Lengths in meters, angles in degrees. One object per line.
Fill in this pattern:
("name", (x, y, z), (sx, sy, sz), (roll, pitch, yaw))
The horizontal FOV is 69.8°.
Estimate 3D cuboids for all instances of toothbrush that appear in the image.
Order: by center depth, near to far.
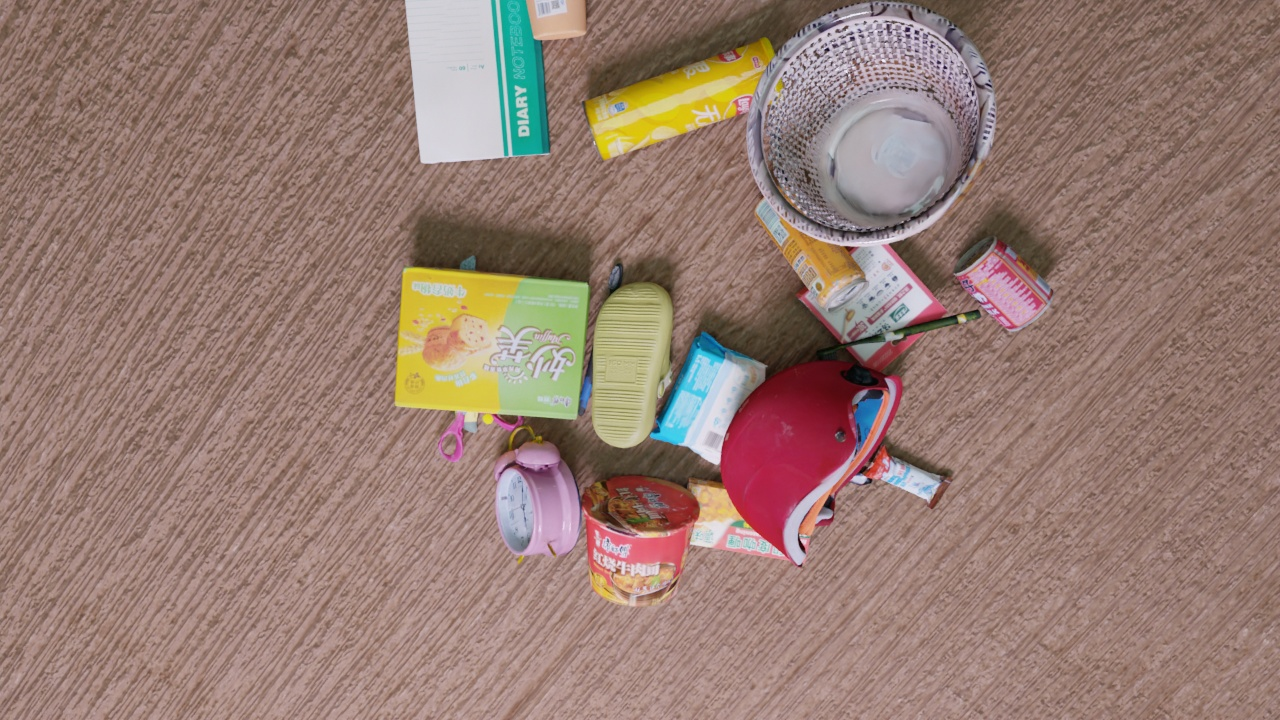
("toothbrush", (0.289, -0.027, 1.027), (0.186, 0.012, 0.017), (-15, 104, 4))
("toothbrush", (-0.049, -0.023, 1.083), (0.014, 0.016, 0.190), (16, 101, 3))

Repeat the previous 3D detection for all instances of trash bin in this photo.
("trash bin", (0.241, -0.220, 0.932), (0.228, 0.191, 0.227), (0, 91, 22))

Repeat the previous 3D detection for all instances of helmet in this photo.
("helmet", (0.177, 0.085, 1.003), (0.144, 0.239, 0.207), (29, 132, 21))

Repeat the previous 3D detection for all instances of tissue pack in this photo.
("tissue pack", (0.079, 0.045, 1.066), (0.090, 0.063, 0.140), (23, 101, -5))

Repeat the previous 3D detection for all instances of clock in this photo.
("clock", (-0.125, 0.153, 1.066), (0.059, 0.117, 0.158), (-2, 75, -33))

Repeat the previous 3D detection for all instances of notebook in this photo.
("notebook", (-0.184, -0.333, 1.034), (0.150, 0.012, 0.209), (-4, 99, 2))

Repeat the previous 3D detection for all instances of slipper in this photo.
("slipper", (-0.006, 0.006, 1.058), (0.092, 0.081, 0.190), (7, 85, 21))

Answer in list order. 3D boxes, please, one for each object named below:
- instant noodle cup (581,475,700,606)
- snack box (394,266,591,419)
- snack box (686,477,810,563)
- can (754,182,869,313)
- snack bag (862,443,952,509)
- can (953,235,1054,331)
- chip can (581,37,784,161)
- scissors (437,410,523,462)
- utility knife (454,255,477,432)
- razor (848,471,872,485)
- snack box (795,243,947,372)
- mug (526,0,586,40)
("instant noodle cup", (-0.003, 0.211, 1.070), (0.138, 0.137, 0.109), (5, 109, 1))
("snack box", (-0.167, -0.021, 1.044), (0.210, 0.070, 0.158), (5, 95, -4))
("snack box", (0.128, 0.193, 1.109), (0.156, 0.027, 0.077), (9, 101, 0))
("can", (0.187, -0.125, 1.008), (0.058, 0.058, 0.146), (-34, 71, 7))
("snack bag", (0.318, 0.139, 1.094), (0.104, 0.026, 0.048), (28, 99, -5))
("can", (0.407, -0.087, 1.032), (0.094, 0.066, 0.066), (43, 98, -6))
("chip can", (0.046, -0.285, 1.006), (0.213, 0.072, 0.072), (-17, 99, 5))
("scissors", (-0.208, 0.061, 1.090), (0.133, 0.017, 0.135), (29, 95, -9))
("utility knife", (-0.206, -0.017, 1.086), (0.031, 0.022, 0.213), (2, 107, -2))
("razor", (0.209, 0.133, 1.100), (0.143, 0.022, 0.043), (10, 101, -1))
("snack box", (0.263, -0.066, 1.051), (0.113, 0.044, 0.127), (-42, 95, 7))
("mug", (-0.093, -0.413, 0.987), (0.078, 0.078, 0.123), (-6, 104, 2))
